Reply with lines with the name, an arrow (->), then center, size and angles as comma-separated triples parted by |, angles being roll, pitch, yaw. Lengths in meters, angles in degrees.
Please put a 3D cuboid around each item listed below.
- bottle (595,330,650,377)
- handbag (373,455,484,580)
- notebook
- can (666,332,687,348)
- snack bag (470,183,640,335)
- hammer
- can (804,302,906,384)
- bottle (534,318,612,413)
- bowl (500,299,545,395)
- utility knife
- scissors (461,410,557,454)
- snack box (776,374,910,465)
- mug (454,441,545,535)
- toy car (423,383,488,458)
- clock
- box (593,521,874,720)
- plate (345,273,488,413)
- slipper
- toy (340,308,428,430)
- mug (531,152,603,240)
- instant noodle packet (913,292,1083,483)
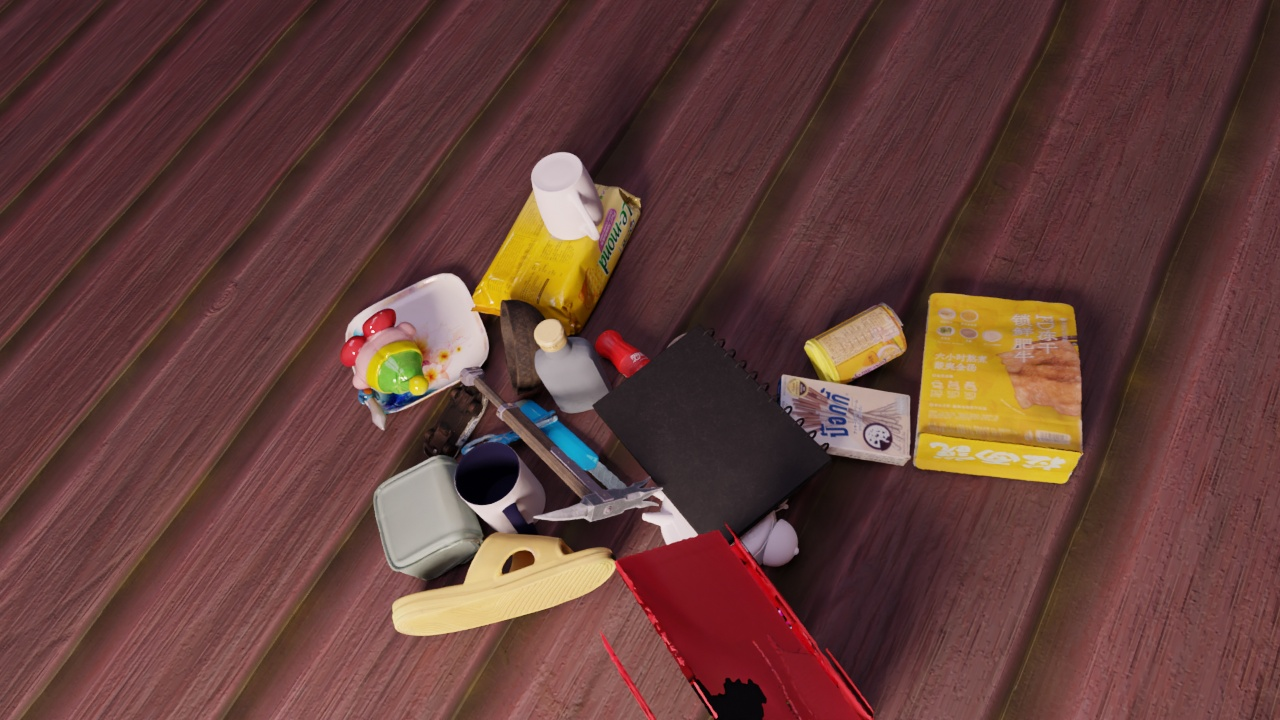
bottle -> -0.007, 0.007, 1.153 | 0.036, 0.036, 0.119 | -43, 60, -12
handbag -> -0.248, 0.190, 1.091 | 0.106, 0.067, 0.121 | -30, 57, 6
notebook -> 0.078, 0.077, 1.020 | 0.169, 0.019, 0.231 | -37, 58, -8
can -> 0.092, 0.042, 1.090 | 0.067, 0.067, 0.170 | -31, 58, -5
snack bag -> -0.114, -0.150, 1.252 | 0.160, 0.068, 0.246 | 16, 66, 21
hammer -> -0.129, 0.085, 1.051 | 0.146, 0.028, 0.317 | -9, 32, -37
can -> 0.254, -0.016, 1.082 | 0.105, 0.068, 0.067 | -28, 58, -3
bottle -> -0.087, 0.006, 1.100 | 0.072, 0.161, 0.046 | -15, 58, 5
bowl -> -0.139, -0.020, 1.162 | 0.056, 0.121, 0.121 | -9, 57, -15
utility knife -> -0.088, 0.106, 1.129 | 0.031, 0.015, 0.209 | -45, 57, -12
scissors -> -0.160, 0.098, 1.122 | 0.141, 0.014, 0.090 | -20, 20, 6
snack box -> 0.229, 0.067, 1.039 | 0.150, 0.026, 0.081 | 9, 62, 0
mug -> -0.154, 0.162, 1.066 | 0.078, 0.097, 0.112 | -34, 58, -6
toy car -> -0.234, 0.081, 1.170 | 0.048, 0.040, 0.113 | 33, 91, 28
clock -> 0.088, 0.174, 1.011 | 0.161, 0.073, 0.125 | -9, 59, 9
box -> 0.106, 0.255, 0.822 | 0.124, 0.315, 0.211 | -39, 59, 3
plate -> -0.305, -0.023, 1.258 | 0.187, 0.016, 0.187 | -27, 58, -2
slipper -> -0.153, 0.239, 1.023 | 0.263, 0.099, 0.078 | -18, 56, 8
toy -> -0.326, 0.010, 1.185 | 0.131, 0.097, 0.124 | 44, 80, 6
mug -> -0.088, -0.204, 1.184 | 0.081, 0.088, 0.114 | -34, 58, -8
instant noodle packet -> 0.399, 0.018, 1.027 | 0.163, 0.084, 0.221 | 5, 56, 17
